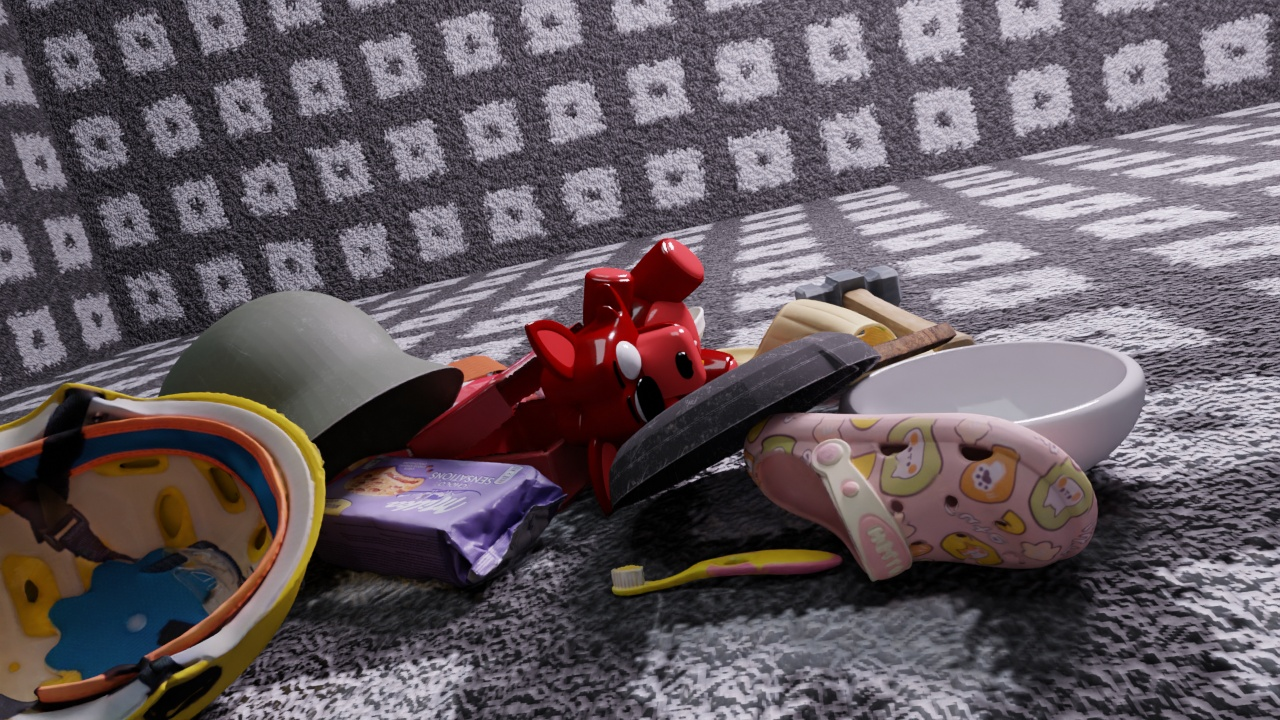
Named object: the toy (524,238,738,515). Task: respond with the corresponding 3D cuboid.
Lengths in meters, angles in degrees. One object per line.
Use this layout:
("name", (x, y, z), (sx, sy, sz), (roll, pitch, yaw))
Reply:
("toy", (-0.004, 0.004, 0.724), (0.121, 0.158, 0.196), (-10, 18, 31))

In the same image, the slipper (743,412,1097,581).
("slipper", (0.132, 0.081, 0.488), (0.198, 0.093, 0.081), (3, 45, 44))

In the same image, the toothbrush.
("toothbrush", (0.047, 0.120, 0.528), (0.135, 0.016, 0.021), (-10, 8, 13))

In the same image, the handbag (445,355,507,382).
("handbag", (-0.198, 0.036, 1.037), (0.108, 0.060, 0.172), (-22, 12, -15))

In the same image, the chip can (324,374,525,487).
("chip can", (-0.227, 0.070, 0.898), (0.233, 0.073, 0.073), (-14, 13, -1))

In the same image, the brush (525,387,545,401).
("brush", (-0.102, 0.029, 0.972), (0.041, 0.030, 0.172), (-39, 10, -18))

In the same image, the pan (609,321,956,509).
("pan", (0.121, 0.016, 0.660), (0.355, 0.040, 0.208), (-21, -14, -38))

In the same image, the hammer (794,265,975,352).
("hammer", (0.264, -0.046, 0.973), (0.117, 0.051, 0.322), (-14, 15, -3))

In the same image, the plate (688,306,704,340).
("plate", (-0.005, 0.013, 0.915), (0.182, 0.034, 0.182), (-35, 10, 7))

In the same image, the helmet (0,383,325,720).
("helmet", (-0.299, 0.129, 0.514), (0.239, 0.140, 0.209), (-16, 53, -33))

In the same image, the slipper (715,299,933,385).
("slipper", (0.150, -0.018, 0.866), (0.262, 0.079, 0.111), (-4, 3, 40))

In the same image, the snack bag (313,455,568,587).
("snack bag", (-0.157, 0.116, 0.664), (0.206, 0.058, 0.096), (0, 21, 37))

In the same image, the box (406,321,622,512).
("box", (-0.095, 0.064, 0.775), (0.137, 0.122, 0.157), (-27, 8, 29))

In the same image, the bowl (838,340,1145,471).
("bowl", (0.217, 0.044, 0.573), (0.176, 0.066, 0.176), (-12, 13, 3))

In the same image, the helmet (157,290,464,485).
("helmet", (-0.291, 0.040, 0.742), (0.269, 0.154, 0.226), (-47, -10, 31))
